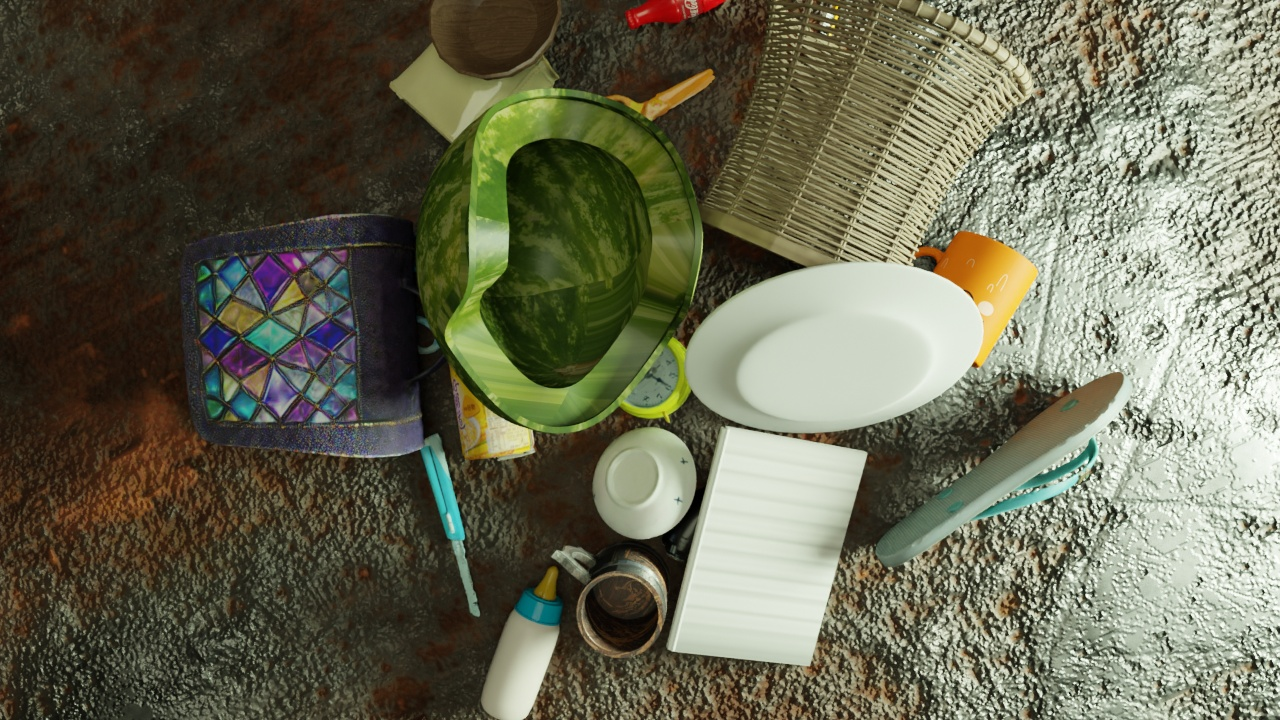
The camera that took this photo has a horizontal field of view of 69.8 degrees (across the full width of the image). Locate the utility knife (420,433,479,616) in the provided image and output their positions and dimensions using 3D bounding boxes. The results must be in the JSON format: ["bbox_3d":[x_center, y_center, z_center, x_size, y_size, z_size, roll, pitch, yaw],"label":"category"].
[{"bbox_3d":[-0.177,0.158,0.878,0.022,0.015,0.181,-16,93,7],"label":"utility knife"}]

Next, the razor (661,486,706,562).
[{"bbox_3d":[0.089,0.139,0.847,0.151,0.054,0.067,-25,100,-3],"label":"razor"}]

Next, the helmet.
[{"bbox_3d":[-0.070,-0.078,0.732,0.213,0.248,0.243,-2,49,-16],"label":"helmet"}]

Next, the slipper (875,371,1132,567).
[{"bbox_3d":[0.329,0.109,0.804,0.269,0.098,0.054,-37,88,4],"label":"slipper"}]

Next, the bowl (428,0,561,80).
[{"bbox_3d":[-0.120,-0.288,0.778,0.118,0.030,0.117,-2,81,12],"label":"bowl"}]

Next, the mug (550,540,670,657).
[{"bbox_3d":[-0.028,0.200,0.822,0.116,0.107,0.080,40,93,2],"label":"mug"}]

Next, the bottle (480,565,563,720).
[{"bbox_3d":[-0.104,0.260,0.855,0.051,0.051,0.146,20,92,3],"label":"bottle"}]

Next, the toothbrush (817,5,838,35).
[{"bbox_3d":[0.197,-0.389,0.836,0.030,0.031,0.197,14,94,-29],"label":"toothbrush"}]

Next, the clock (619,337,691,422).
[{"bbox_3d":[-0.005,0.005,0.843,0.119,0.057,0.083,34,93,8],"label":"clock"}]

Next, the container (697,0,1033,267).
[{"bbox_3d":[0.166,-0.172,0.753,0.227,0.226,0.196,24,99,3],"label":"container"}]

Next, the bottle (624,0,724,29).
[{"bbox_3d":[0.043,-0.334,0.842,0.119,0.036,0.036,-20,90,4],"label":"bottle"}]

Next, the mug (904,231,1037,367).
[{"bbox_3d":[0.278,-0.061,0.822,0.113,0.077,0.096,32,93,33],"label":"mug"}]

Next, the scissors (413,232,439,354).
[{"bbox_3d":[-0.237,-0.069,0.877,0.134,0.011,0.138,26,96,5],"label":"scissors"}]

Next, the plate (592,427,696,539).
[{"bbox_3d":[-0.002,0.109,0.836,0.104,0.026,0.104,-8,70,22],"label":"plate"}]

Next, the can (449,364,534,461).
[{"bbox_3d":[-0.137,0.038,0.845,0.068,0.067,0.105,-8,91,3],"label":"can"}]

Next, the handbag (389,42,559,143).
[{"bbox_3d":[-0.149,-0.255,0.837,0.111,0.081,0.119,42,95,9],"label":"handbag"}]

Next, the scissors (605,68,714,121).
[{"bbox_3d":[0.015,-0.235,0.858,0.128,0.013,0.064,-26,90,5],"label":"scissors"}]

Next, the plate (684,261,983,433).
[{"bbox_3d":[0.158,0.004,0.757,0.242,0.243,0.016,-4,55,3],"label":"plate"}]

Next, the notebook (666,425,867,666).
[{"bbox_3d":[0.114,0.171,0.830,0.142,0.009,0.210,11,98,-16],"label":"notebook"}]

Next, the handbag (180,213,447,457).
[{"bbox_3d":[-0.273,-0.020,0.815,0.222,0.125,0.205,-2,93,7],"label":"handbag"}]
